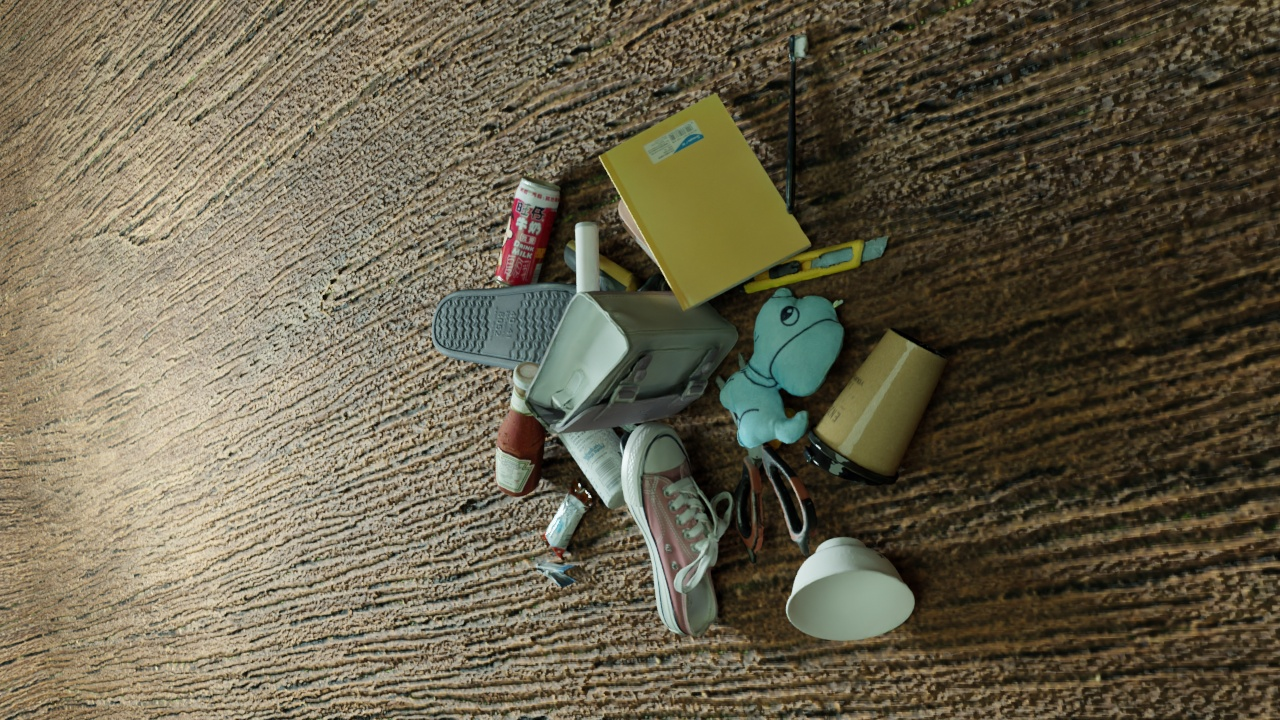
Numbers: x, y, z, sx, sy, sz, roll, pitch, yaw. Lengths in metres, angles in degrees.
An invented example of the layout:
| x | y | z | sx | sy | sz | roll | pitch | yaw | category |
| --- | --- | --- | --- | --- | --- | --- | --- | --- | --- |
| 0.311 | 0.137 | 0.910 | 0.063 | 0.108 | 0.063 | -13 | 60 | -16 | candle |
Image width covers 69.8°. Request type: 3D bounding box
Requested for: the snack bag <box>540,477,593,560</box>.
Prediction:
| x | y | z | sx | sy | sz | roll | pitch | yaw | category |
| --- | --- | --- | --- | --- | --- | --- | --- | --- | --- |
| -0.092 | 0.199 | 1.138 | 0.045 | 0.026 | 0.105 | 45 | 118 | 37 | snack bag |

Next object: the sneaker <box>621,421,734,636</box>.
| x | y | z | sx | sy | sz | roll | pitch | yaw | category |
| --- | --- | --- | --- | --- | --- | --- | --- | --- | --- |
| 0.050 | 0.181 | 0.975 | 0.088 | 0.118 | 0.241 | -4 | 100 | 48 | sneaker |

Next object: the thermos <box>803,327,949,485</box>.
| x | y | z | sx | sy | sz | roll | pitch | yaw | category |
| --- | --- | --- | --- | --- | --- | --- | --- | --- | --- |
| 0.220 | 0.045 | 0.848 | 0.093 | 0.093 | 0.143 | 35 | 106 | 31 | thermos |

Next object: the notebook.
| x | y | z | sx | sy | sz | roll | pitch | yaw | category |
| --- | --- | --- | --- | --- | --- | --- | --- | --- | --- |
| 0.063 | -0.167 | 0.949 | 0.146 | 0.010 | 0.206 | -28 | 70 | 1 | notebook |

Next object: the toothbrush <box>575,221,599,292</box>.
| x | y | z | sx | sy | sz | roll | pitch | yaw | category |
| --- | --- | --- | --- | --- | --- | --- | --- | --- | --- |
| -0.057 | -0.046 | 1.025 | 0.027 | 0.026 | 0.221 | -7 | 79 | 23 | toothbrush |

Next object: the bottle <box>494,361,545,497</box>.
| x | y | z | sx | sy | sz | roll | pitch | yaw | category |
| --- | --- | --- | --- | --- | --- | --- | --- | --- | --- |
| -0.142 | 0.083 | 1.102 | 0.060 | 0.059 | 0.207 | 44 | 142 | 28 | bottle |

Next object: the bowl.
| x | y | z | sx | sy | sz | roll | pitch | yaw | category |
| --- | --- | --- | --- | --- | --- | --- | --- | --- | --- |
| 0.196 | 0.210 | 0.879 | 0.119 | 0.118 | 0.064 | -41 | 30 | 32 | bowl |

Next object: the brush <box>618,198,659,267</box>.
| x | y | z | sx | sy | sz | roll | pitch | yaw | category |
| --- | --- | --- | --- | --- | --- | --- | --- | --- | --- |
| 0.036 | -0.123 | 0.984 | 0.063 | 0.073 | 0.145 | -52 | 60 | 27 | brush |

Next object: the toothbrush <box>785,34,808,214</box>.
| x | y | z | sx | sy | sz | roll | pitch | yaw | category |
| --- | --- | --- | --- | --- | --- | --- | --- | --- | --- |
| 0.154 | -0.236 | 0.916 | 0.018 | 0.015 | 0.181 | 3 | 89 | 28 | toothbrush |

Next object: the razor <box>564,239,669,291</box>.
| x | y | z | sx | sy | sz | roll | pitch | yaw | category |
| --- | --- | --- | --- | --- | --- | --- | --- | --- | --- |
| -0.030 | -0.096 | 1.060 | 0.067 | 0.062 | 0.167 | -49 | 53 | -5 | razor |

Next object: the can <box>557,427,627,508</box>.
| x | y | z | sx | sy | sz | roll | pitch | yaw | category |
| --- | --- | --- | --- | --- | --- | --- | --- | --- | --- |
| -0.053 | 0.101 | 1.080 | 0.146 | 0.058 | 0.058 | 53 | 121 | 24 | can |

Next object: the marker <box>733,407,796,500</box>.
| x | y | z | sx | sy | sz | roll | pitch | yaw | category |
| --- | --- | --- | --- | --- | --- | --- | --- | --- | --- |
| 0.130 | 0.100 | 0.966 | 0.018 | 0.015 | 0.124 | 44 | 120 | 32 | marker |

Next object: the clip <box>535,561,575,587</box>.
| x | y | z | sx | sy | sz | roll | pitch | yaw | category |
| --- | --- | --- | --- | --- | --- | --- | --- | --- | --- |
| -0.109 | 0.266 | 1.157 | 0.058 | 0.027 | 0.044 | 9 | 106 | 38 | clip |

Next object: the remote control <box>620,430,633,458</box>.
| x | y | z | sx | sy | sz | roll | pitch | yaw | category |
| --- | --- | --- | --- | --- | --- | --- | --- | --- | --- |
| 0.013 | 0.143 | 1.027 | 0.024 | 0.053 | 0.136 | -16 | 94 | 37 | remote control |

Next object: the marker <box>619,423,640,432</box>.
| x | y | z | sx | sy | sz | roll | pitch | yaw | category |
| --- | --- | --- | --- | --- | --- | --- | --- | --- | --- |
| 0.002 | 0.084 | 1.066 | 0.124 | 0.015 | 0.018 | 30 | 119 | 36 | marker |

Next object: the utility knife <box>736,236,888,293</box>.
| x | y | z | sx | sy | sz | roll | pitch | yaw | category |
| --- | --- | --- | --- | --- | --- | --- | --- | --- | --- |
| 0.166 | -0.098 | 0.923 | 0.178 | 0.015 | 0.033 | -12 | 85 | 38 | utility knife |

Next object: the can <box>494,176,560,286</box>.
| x | y | z | sx | sy | sz | roll | pitch | yaw | category |
| --- | --- | --- | --- | --- | --- | --- | --- | --- | --- |
| -0.139 | -0.156 | 1.135 | 0.053 | 0.053 | 0.133 | 29 | 110 | 33 | can |

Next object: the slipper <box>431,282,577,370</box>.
| x | y | z | sx | sy | sz | roll | pitch | yaw | category |
| --- | --- | --- | --- | --- | --- | --- | --- | --- | --- |
| -0.134 | -0.036 | 1.122 | 0.269 | 0.083 | 0.110 | 5 | 82 | 31 | slipper |

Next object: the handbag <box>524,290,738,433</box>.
| x | y | z | sx | sy | sz | roll | pitch | yaw | category |
| --- | --- | --- | --- | --- | --- | --- | --- | --- | --- |
| -0.006 | 0.006 | 0.950 | 0.098 | 0.196 | 0.145 | 50 | 121 | 25 | handbag |

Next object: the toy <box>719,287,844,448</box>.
| x | y | z | sx | sy | sz | roll | pitch | yaw | category |
| --- | --- | --- | --- | --- | --- | --- | --- | --- | --- |
| 0.144 | 0.001 | 0.905 | 0.156 | 0.050 | 0.161 | -33 | 52 | 16 | toy |

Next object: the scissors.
| x | y | z | sx | sy | sz | roll | pitch | yaw | category |
| --- | --- | --- | --- | --- | --- | --- | --- | --- | --- |
| 0.121 | 0.106 | 0.938 | 0.189 | 0.015 | 0.225 | 26 | 115 | 59 | scissors |
